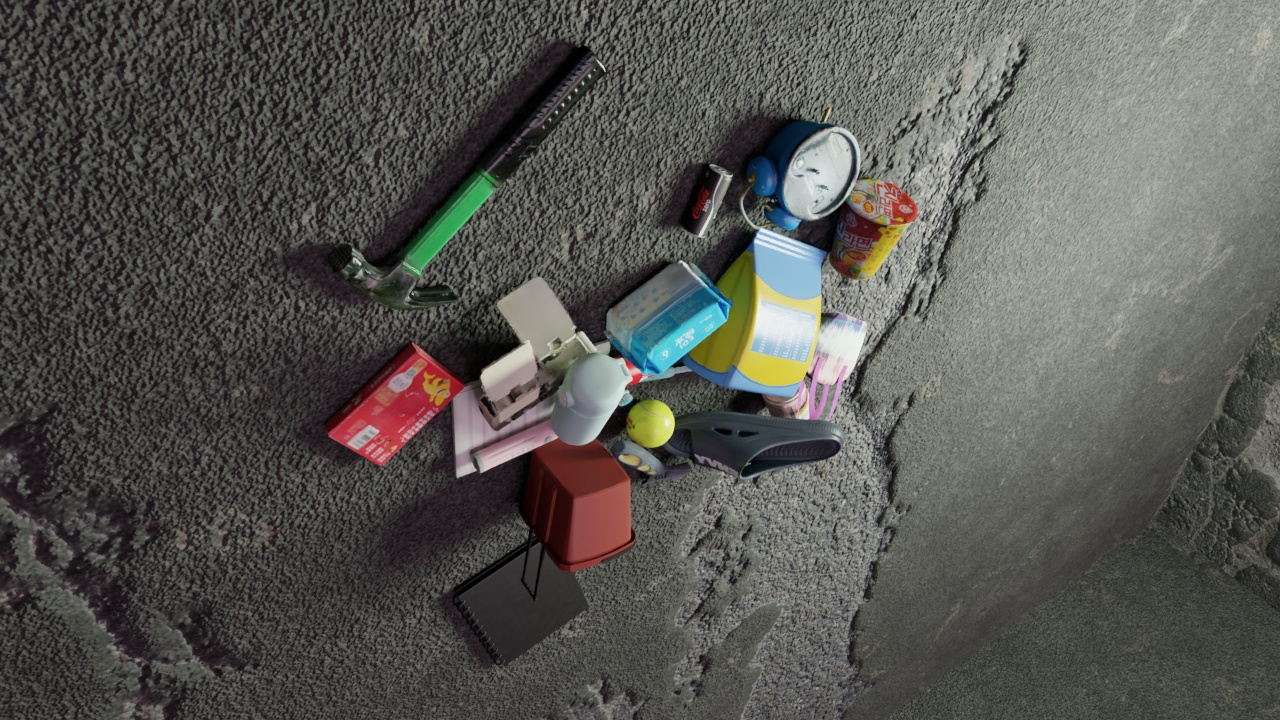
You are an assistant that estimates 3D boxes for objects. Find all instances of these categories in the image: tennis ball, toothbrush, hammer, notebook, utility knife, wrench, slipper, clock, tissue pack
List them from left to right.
[{"bbox_3d":[-0.151,-0.176,0.895,0.319,0.032,0.130,-47,140,4],"label":"hammer"},{"bbox_3d":[-0.173,0.359,1.368,0.169,0.019,0.232,-32,140,-15],"label":"notebook"},{"bbox_3d":[-0.134,0.059,1.137,0.209,0.009,0.143,-18,135,-28],"label":"notebook"},{"bbox_3d":[-0.107,0.085,1.153,0.222,0.026,0.027,-24,151,-22],"label":"toothbrush"},{"bbox_3d":[0.013,0.145,1.274,0.073,0.022,0.273,-19,160,11],"label":"wrench"},{"bbox_3d":[0.013,0.085,1.240,0.065,0.065,0.065,-23,137,-24],"label":"tennis ball"},{"bbox_3d":[0.025,0.018,1.228,0.158,0.015,0.022,-7,129,-34],"label":"utility knife"},{"bbox_3d":[0.031,-0.050,1.113,0.144,0.093,0.062,-38,148,-6],"label":"tissue pack"},{"bbox_3d":[0.159,0.134,1.312,0.268,0.083,0.111,1,148,0],"label":"slipper"},{"bbox_3d":[0.189,-0.222,1.108,0.161,0.060,0.117,-39,133,-4],"label":"clock"}]

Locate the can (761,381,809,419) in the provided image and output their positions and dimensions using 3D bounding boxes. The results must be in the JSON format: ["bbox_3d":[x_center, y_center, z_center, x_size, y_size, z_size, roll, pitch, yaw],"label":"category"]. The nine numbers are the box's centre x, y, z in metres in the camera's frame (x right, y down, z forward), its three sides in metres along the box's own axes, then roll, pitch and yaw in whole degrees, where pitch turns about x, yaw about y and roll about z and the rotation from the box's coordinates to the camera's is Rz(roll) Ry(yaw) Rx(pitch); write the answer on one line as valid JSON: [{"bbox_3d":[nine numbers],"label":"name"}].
[{"bbox_3d":[0.222,0.057,1.391,0.067,0.067,0.076,-38,141,-6],"label":"can"}]

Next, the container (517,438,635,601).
[{"bbox_3d":[-0.088,0.212,1.204,0.126,0.148,0.201,-15,129,-30],"label":"container"}]

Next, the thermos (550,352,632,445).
[{"bbox_3d":[-0.063,0.047,1.048,0.077,0.065,0.207,-20,168,-15],"label":"thermos"}]

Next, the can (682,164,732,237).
[{"bbox_3d":[0.078,-0.187,1.077,0.031,0.031,0.081,0,125,-40],"label":"can"}]

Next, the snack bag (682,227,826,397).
[{"bbox_3d":[0.165,-0.064,1.219,0.158,0.102,0.205,10,105,-45],"label":"snack bag"}]

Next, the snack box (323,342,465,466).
[{"bbox_3d":[-0.268,0.050,1.005,0.133,0.021,0.089,-43,141,0],"label":"snack box"}]

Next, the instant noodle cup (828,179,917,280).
[{"bbox_3d":[0.305,-0.171,1.242,0.100,0.100,0.113,-16,142,-30],"label":"instant noodle cup"}]

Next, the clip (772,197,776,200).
[{"bbox_3d":[0.190,-0.211,1.165,0.052,0.013,0.036,-11,130,-30],"label":"clip"}]

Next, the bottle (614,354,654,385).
[{"bbox_3d":[-0.007,0.007,1.164,0.141,0.042,0.042,-22,138,-42],"label":"bottle"}]

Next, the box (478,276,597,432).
[{"bbox_3d":[-0.130,-0.009,1.020,0.144,0.101,0.187,-34,158,-16],"label":"box"}]

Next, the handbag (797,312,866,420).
[{"bbox_3d":[0.266,0.016,1.336,0.144,0.068,0.170,14,88,-46],"label":"handbag"}]
